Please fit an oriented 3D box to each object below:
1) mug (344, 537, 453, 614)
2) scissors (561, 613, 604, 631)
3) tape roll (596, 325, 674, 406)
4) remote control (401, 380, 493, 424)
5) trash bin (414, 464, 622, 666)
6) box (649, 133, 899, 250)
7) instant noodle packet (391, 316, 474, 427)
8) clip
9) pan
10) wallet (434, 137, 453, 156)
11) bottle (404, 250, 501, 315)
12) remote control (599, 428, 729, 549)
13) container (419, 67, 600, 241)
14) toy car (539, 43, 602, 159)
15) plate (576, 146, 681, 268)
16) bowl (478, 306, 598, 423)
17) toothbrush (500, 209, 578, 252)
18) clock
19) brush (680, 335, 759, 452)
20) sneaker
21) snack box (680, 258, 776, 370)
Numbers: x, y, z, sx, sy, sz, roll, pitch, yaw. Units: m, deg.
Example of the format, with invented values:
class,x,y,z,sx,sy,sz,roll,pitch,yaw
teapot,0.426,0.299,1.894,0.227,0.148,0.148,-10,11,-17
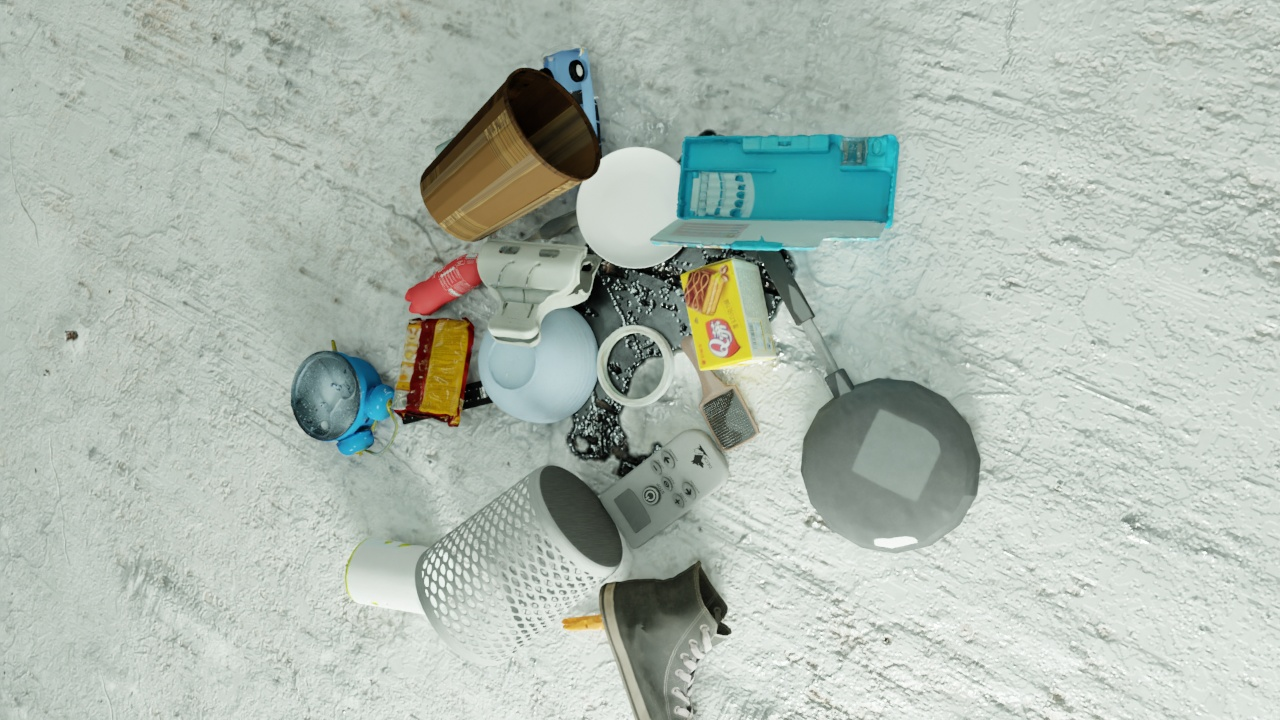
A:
class,x,y,z,sx,sy,sz,roll,pitch,yaw
mug,-0.299,0.268,1.141,0.106,0.082,0.082,3,91,23
scissors,-0.036,0.305,1.062,0.129,0.013,0.065,-14,84,23
tape roll,-0.006,0.006,1.047,0.093,0.013,0.093,0,90,25
remote control,-0.245,0.053,1.156,0.140,0.009,0.030,-14,84,24
trash bin,-0.131,0.224,1.029,0.183,0.156,0.156,-39,75,16
box,0.140,-0.158,0.943,0.227,0.084,0.171,5,59,22
instant noodle packet,-0.255,0.012,1.137,0.099,0.039,0.135,3,80,27
clip,-0.125,-0.091,1.026,0.127,0.151,0.105,7,132,18
pan,0.205,0.029,0.936,0.179,0.041,0.357,-31,78,21
wallet,-0.172,-0.233,1.100,0.132,0.054,0.100,-17,95,23
bottle,-0.229,-0.099,1.130,0.142,0.041,0.042,-28,79,21
remote control,0.027,0.142,1.028,0.151,0.019,0.074,-40,75,19
container,-0.148,-0.212,0.998,0.168,0.132,0.132,-29,78,34
toy car,-0.077,-0.281,1.049,0.056,0.054,0.153,-3,96,30
plate,-0.004,-0.171,1.030,0.134,0.011,0.134,0,92,4
bowl,-0.132,0.001,1.069,0.151,0.074,0.150,0,90,25
toothbrush,-0.094,-0.160,1.082,0.186,0.022,0.024,-22,61,24
clock,-0.380,0.058,1.190,0.161,0.060,0.117,43,105,17
brush,0.079,0.033,1.007,0.050,0.015,0.135,-31,78,20
sneaker,0.051,0.336,0.984,0.120,0.095,0.234,-21,82,14
snack box,0.093,-0.047,0.964,0.061,0.083,0.105,-13,85,25
